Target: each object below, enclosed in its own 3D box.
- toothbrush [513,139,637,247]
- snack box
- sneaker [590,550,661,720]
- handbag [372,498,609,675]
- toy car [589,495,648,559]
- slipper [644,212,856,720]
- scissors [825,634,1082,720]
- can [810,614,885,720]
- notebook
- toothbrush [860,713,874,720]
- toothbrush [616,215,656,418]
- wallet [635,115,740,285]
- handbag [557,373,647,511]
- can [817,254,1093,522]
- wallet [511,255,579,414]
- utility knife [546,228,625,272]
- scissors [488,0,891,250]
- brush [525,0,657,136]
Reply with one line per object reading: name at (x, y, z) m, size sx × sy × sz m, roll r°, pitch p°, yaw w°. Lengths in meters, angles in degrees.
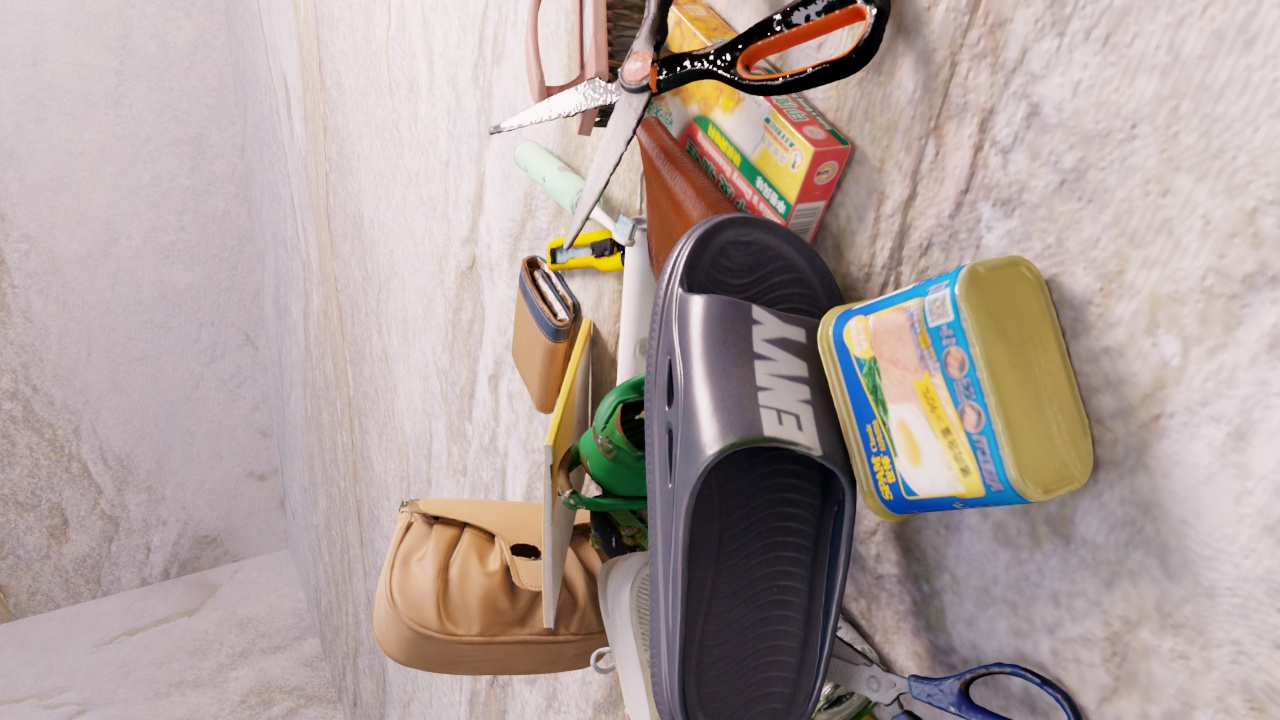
toothbrush at (-0.050, -0.124, 0.673) m, size 0.224 × 0.026 × 0.027 m, roll 48°, pitch 129°, yaw 54°
snack box at (0.051, -0.130, 0.511) m, size 0.155 × 0.027 × 0.077 m, roll 57°, pitch 147°, yaw 35°
sneaker at (0.018, 0.252, 0.647) m, size 0.091 × 0.089 × 0.242 m, roll -17°, pitch 88°, yaw 60°
handbag at (-0.108, 0.175, 0.745) m, size 0.100 × 0.204 × 0.147 m, roll -60°, pitch 35°, yaw 37°
toy car at (-0.012, 0.138, 0.719) m, size 0.091 × 0.036 × 0.043 m, roll 31°, pitch 128°, yaw 49°
slipper at (0.063, 0.060, 0.432) m, size 0.083 × 0.110 × 0.268 m, roll 169°, pitch 105°, yaw -72°
scissors at (0.127, 0.153, 0.441) m, size 0.141 × 0.012 × 0.171 m, roll -46°, pitch 55°, yaw 23°
can at (0.076, 0.146, 0.539) m, size 0.146 × 0.058 × 0.058 m, roll 47°, pitch 139°, yaw 45°
notebook at (-0.053, 0.073, 0.681) m, size 0.206 × 0.010 × 0.146 m, roll -81°, pitch -5°, yaw -65°
toothbrush at (0.106, 0.188, 0.541) m, size 0.016 × 0.015 × 0.190 m, roll 45°, pitch 179°, yaw -44°
toothbrush at (-0.004, 0.004, 0.664) m, size 0.026 × 0.026 × 0.221 m, roll -127°, pitch 36°, yaw -54°
wallet at (0.028, -0.067, 0.539) m, size 0.125 × 0.032 × 0.101 m, roll 84°, pitch 160°, yaw -53°
handbag at (0.017, 0.050, 0.545) m, size 0.132 × 0.120 × 0.068 m, roll 131°, pitch 124°, yaw -65°
can at (0.132, 0.014, 0.390) m, size 0.083 × 0.057 × 0.102 m, roll -23°, pitch 81°, yaw 59°
wallet at (-0.087, -0.021, 0.803) m, size 0.090 × 0.033 × 0.115 m, roll 59°, pitch 147°, yaw 37°
utility knife at (-0.041, -0.083, 0.710) m, size 0.154 × 0.015 × 0.033 m, roll 4°, pitch 101°, yaw 61°
scissors at (0.015, -0.163, 0.464) m, size 0.235 × 0.021 × 0.220 m, roll 0°, pitch 73°, yaw 32°
brush at (-0.033, -0.214, 0.555) m, size 0.063 × 0.073 × 0.145 m, roll 123°, pitch 147°, yaw -69°
